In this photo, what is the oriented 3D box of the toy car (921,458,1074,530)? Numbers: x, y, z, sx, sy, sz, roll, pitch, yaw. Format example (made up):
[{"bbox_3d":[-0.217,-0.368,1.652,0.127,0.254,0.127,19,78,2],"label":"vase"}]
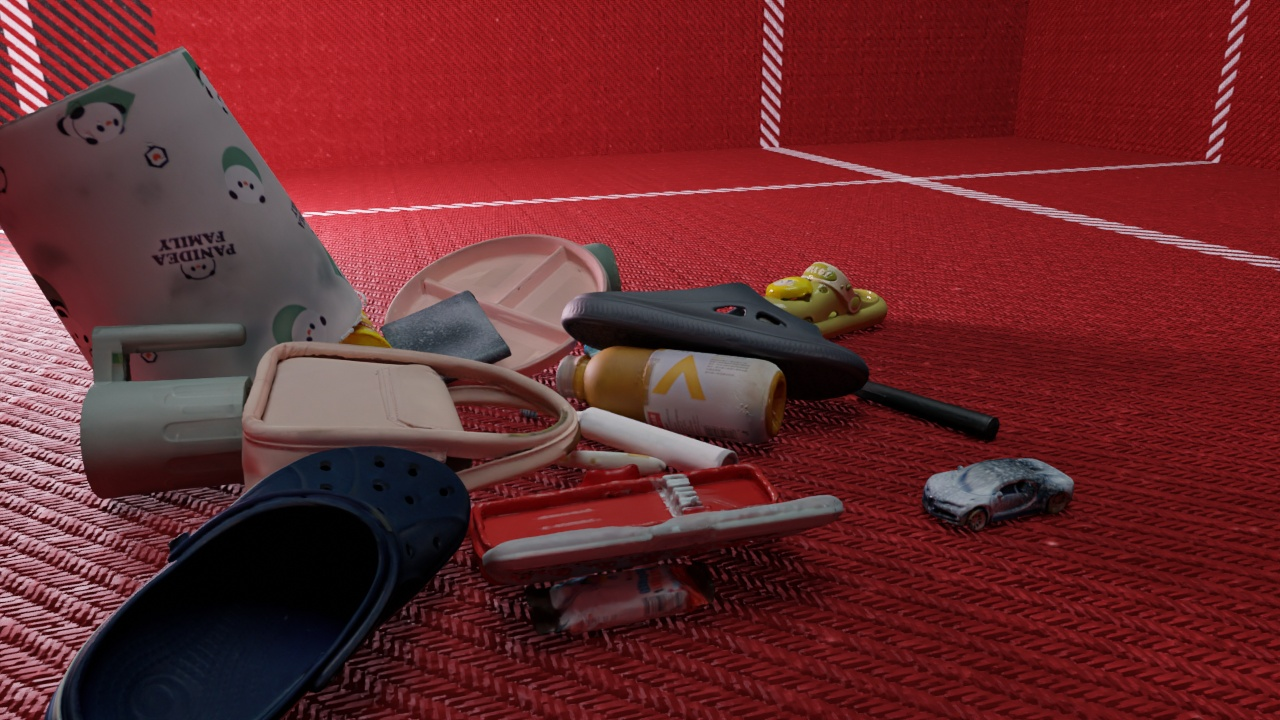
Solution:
[{"bbox_3d":[0.242,0.087,0.622,0.105,0.031,0.049,-8,19,-18],"label":"toy car"}]

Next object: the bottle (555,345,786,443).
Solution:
[{"bbox_3d":[0.022,0.024,0.756,0.190,0.068,0.067,7,20,22],"label":"bottle"}]

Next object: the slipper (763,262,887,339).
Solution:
[{"bbox_3d":[0.192,-0.069,1.008,0.190,0.082,0.092,-10,18,-32],"label":"slipper"}]

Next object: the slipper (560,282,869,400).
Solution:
[{"bbox_3d":[0.068,-0.033,0.791,0.268,0.083,0.111,12,-17,5],"label":"slipper"}]

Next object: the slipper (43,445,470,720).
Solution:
[{"bbox_3d":[-0.170,0.102,0.453,0.105,0.095,0.252,45,31,0],"label":"slipper"}]

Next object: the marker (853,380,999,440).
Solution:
[{"bbox_3d":[0.238,0.039,0.776,0.022,0.020,0.132,-3,15,-41],"label":"marker"}]

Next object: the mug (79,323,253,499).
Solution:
[{"bbox_3d":[-0.337,0.034,0.666,0.103,0.124,0.084,-3,-5,-14],"label":"mug"}]

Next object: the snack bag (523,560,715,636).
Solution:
[{"bbox_3d":[-0.010,0.131,0.509,0.105,0.026,0.045,-7,23,-12],"label":"snack bag"}]

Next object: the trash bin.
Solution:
[{"bbox_3d":[-0.392,-0.102,0.761,0.230,0.252,0.229,-19,27,10],"label":"trash bin"}]

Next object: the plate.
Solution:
[{"bbox_3d":[-0.145,-0.051,0.927,0.229,0.028,0.229,-7,42,6],"label":"plate"}]

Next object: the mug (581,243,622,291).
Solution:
[{"bbox_3d":[-0.076,-0.077,1.032,0.106,0.082,0.111,-12,46,-8],"label":"mug"}]

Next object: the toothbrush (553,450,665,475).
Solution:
[{"bbox_3d":[-0.073,0.072,0.702,0.191,0.016,0.018,3,11,14],"label":"toothbrush"}]

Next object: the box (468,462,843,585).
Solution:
[{"bbox_3d":[0.002,0.100,0.553,0.201,0.060,0.161,-6,3,-16],"label":"box"}]

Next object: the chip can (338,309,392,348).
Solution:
[{"bbox_3d":[-0.294,-0.020,0.896,0.072,0.072,0.213,-10,20,-24],"label":"chip can"}]

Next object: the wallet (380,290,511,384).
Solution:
[{"bbox_3d":[-0.186,-0.019,0.869,0.097,0.019,0.121,-24,42,-15],"label":"wallet"}]

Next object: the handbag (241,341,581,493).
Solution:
[{"bbox_3d":[-0.158,0.048,0.663,0.234,0.093,0.193,-5,20,-17],"label":"handbag"}]

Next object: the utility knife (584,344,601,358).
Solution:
[{"bbox_3d":[-0.041,-0.018,0.901,0.034,0.018,0.191,-4,12,0],"label":"utility knife"}]

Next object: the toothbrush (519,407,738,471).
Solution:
[{"bbox_3d":[-0.020,0.056,0.728,0.221,0.026,0.026,14,13,38],"label":"toothbrush"}]
